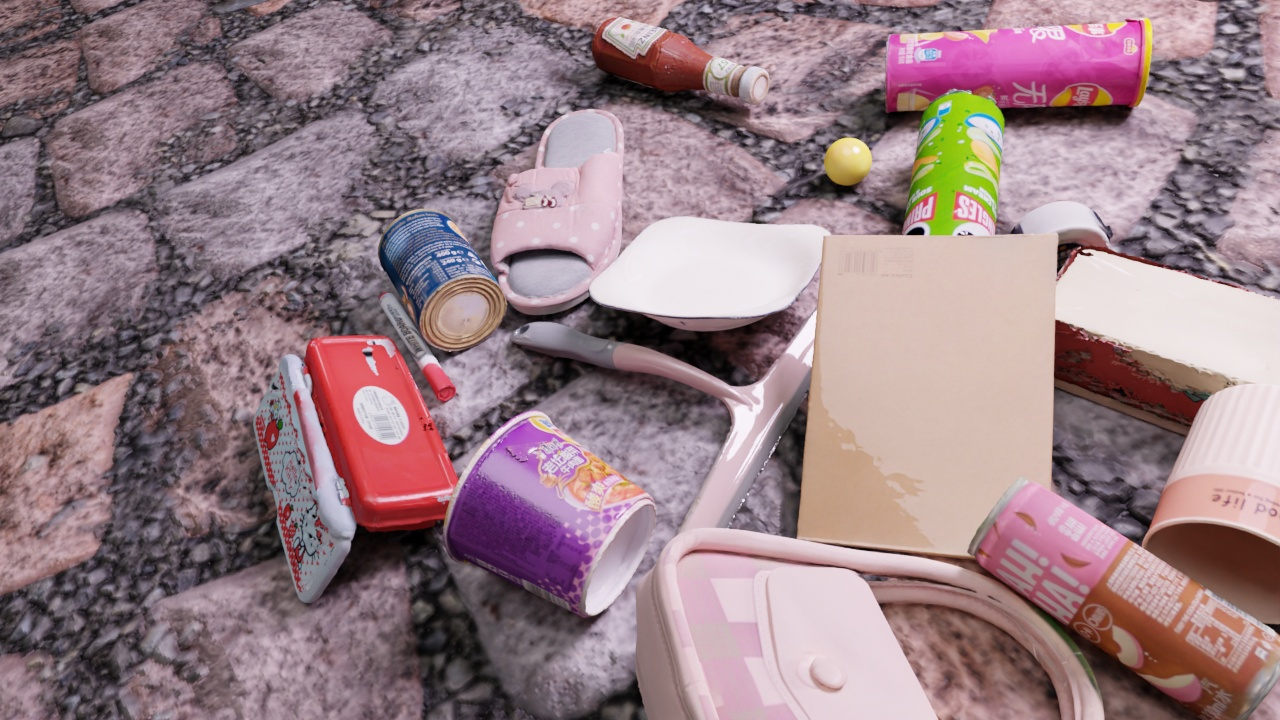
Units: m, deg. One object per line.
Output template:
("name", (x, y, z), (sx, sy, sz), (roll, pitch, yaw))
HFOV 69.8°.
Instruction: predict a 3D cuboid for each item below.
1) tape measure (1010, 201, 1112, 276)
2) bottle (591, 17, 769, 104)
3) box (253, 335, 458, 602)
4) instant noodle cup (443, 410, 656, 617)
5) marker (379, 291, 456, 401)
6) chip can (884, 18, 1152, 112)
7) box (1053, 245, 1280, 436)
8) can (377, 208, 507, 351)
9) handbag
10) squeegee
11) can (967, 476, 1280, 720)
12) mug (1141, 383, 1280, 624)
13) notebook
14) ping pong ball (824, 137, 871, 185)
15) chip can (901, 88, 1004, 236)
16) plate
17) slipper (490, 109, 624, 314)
("tape measure", (0.302, -0.081, 0.663), (0.066, 0.066, 0.033), (-9, 47, 7))
("bottle", (0.039, -0.301, 0.932), (0.206, 0.060, 0.059), (28, 61, 33))
("box", (-0.221, 0.074, 0.690), (0.118, 0.098, 0.201), (-3, 38, -32))
("instant noodle cup", (-0.051, 0.101, 0.578), (0.099, 0.112, 0.111), (25, 59, 21))
("marker", (-0.190, -0.015, 0.773), (0.017, 0.017, 0.145), (-31, 49, -13))
("chip can", (0.325, -0.257, 0.808), (0.211, 0.071, 0.071), (3, 50, 18))
("box", (0.343, -0.012, 0.584), (0.168, 0.076, 0.091), (25, 59, 32))
("can", (-0.168, -0.068, 0.773), (0.075, 0.075, 0.111), (-30, 49, -12))
("handbag", (0.123, 0.176, 0.476), (0.234, 0.094, 0.193), (-5, 40, -13))
("squeegee", (-0.004, 0.004, 0.692), (0.250, 0.040, 0.247), (17, 56, 28))
("can", (0.255, 0.126, 0.490), (0.147, 0.058, 0.057), (36, 66, 29))
("mug", (0.349, 0.085, 0.503), (0.114, 0.082, 0.105), (35, 61, 7))
("notebook", (0.183, 0.017, 0.588), (0.150, 0.012, 0.211), (3, 76, 19))
("ping pong ball", (0.179, -0.172, 0.794), (0.040, 0.040, 0.040), (-8, 48, 8))
("chip can", (0.237, -0.111, 0.705), (0.072, 0.072, 0.235), (6, 51, 20))
("plate", (0.056, -0.064, 0.716), (0.164, 0.034, 0.163), (8, 35, 24))
("slipper", (-0.069, -0.152, 0.834), (0.114, 0.054, 0.273), (-2, 49, 13))
